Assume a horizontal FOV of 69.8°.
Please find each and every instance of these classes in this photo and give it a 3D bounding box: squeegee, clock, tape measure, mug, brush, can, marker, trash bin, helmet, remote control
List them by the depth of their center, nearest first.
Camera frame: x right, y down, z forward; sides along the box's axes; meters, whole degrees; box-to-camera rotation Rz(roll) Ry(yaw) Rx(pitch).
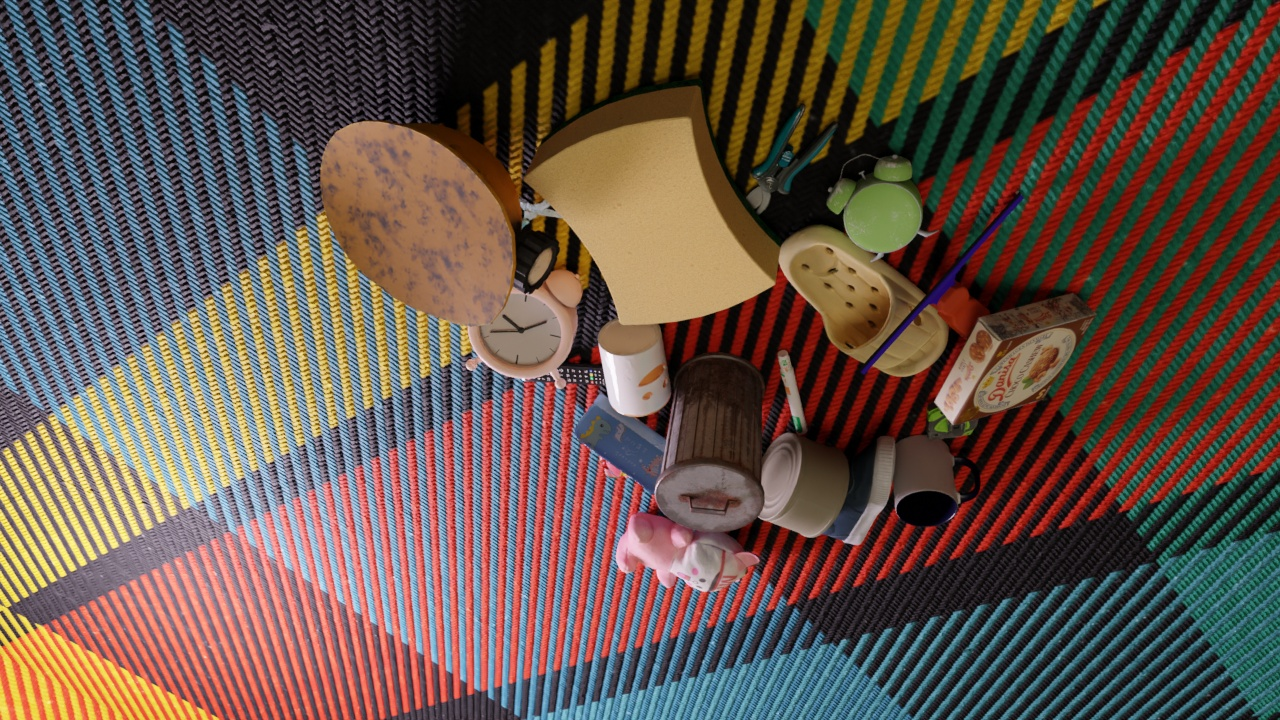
[{"bbox_3d":[0.254,-0.164,0.971,0.095,0.042,0.119,-27,109,26],"label":"clock"},{"bbox_3d":[-0.205,-0.165,0.990,0.255,0.131,0.206,31,130,12],"label":"helmet"},{"bbox_3d":[0.019,-0.160,0.992,0.195,0.075,0.250,-13,130,27],"label":"brush"},{"bbox_3d":[0.374,-0.050,1.050,0.184,0.055,0.250,33,102,-37],"label":"squeegee"},{"bbox_3d":[-0.144,-0.052,1.146,0.131,0.086,0.161,12,125,-1],"label":"clock"},{"bbox_3d":[0.092,0.105,1.150,0.131,0.210,0.131,5,134,5],"label":"trash bin"},{"bbox_3d":[-0.007,0.007,1.163,0.082,0.082,0.105,0,133,10],"label":"mug"},{"bbox_3d":[0.403,0.076,1.188,0.066,0.035,0.059,-7,131,17],"label":"tape measure"},{"bbox_3d":[0.200,0.043,1.206,0.017,0.017,0.145,-7,132,16],"label":"marker"},{"bbox_3d":[0.395,0.160,1.227,0.112,0.096,0.079,-5,132,14],"label":"mug"},{"bbox_3d":[-0.096,0.015,1.233,0.147,0.015,0.033,3,134,7],"label":"remote control"},{"bbox_3d":[0.215,0.167,1.242,0.073,0.127,0.128,21,133,-16],"label":"can"}]

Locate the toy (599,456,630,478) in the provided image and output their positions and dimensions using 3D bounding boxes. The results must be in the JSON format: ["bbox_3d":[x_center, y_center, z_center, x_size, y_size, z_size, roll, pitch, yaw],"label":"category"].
[{"bbox_3d":[-0.023,0.138,1.321,0.084,0.046,0.103,-8,128,35],"label":"toy"}]

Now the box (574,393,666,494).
[{"bbox_3d":[0.007,0.133,1.244,0.210,0.072,0.079,37,89,1],"label":"box"}]

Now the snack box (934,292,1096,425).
[{"bbox_3d":[0.431,0.000,1.061,0.146,0.041,0.143,-13,139,-21],"label":"snack box"}]

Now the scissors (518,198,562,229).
[{"bbox_3d":[-0.144,-0.180,1.060,0.139,0.015,0.120,-28,121,27],"label":"scissors"}]

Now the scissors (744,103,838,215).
[{"bbox_3d":[0.149,-0.211,0.972,0.131,0.019,0.150,-8,133,20],"label":"scissors"}]

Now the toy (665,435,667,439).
[{"bbox_3d":[0.111,0.175,1.317,0.176,0.070,0.113,13,123,-2],"label":"toy"}]

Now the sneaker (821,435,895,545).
[{"bbox_3d":[0.291,0.178,1.277,0.087,0.089,0.236,13,139,4],"label":"sneaker"}]

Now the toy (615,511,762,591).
[{"bbox_3d":[0.074,0.300,1.430,0.213,0.084,0.142,16,136,-3],"label":"toy"}]

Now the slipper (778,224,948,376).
[{"bbox_3d":[0.264,-0.055,1.061,0.261,0.079,0.112,38,125,-24],"label":"slipper"}]
